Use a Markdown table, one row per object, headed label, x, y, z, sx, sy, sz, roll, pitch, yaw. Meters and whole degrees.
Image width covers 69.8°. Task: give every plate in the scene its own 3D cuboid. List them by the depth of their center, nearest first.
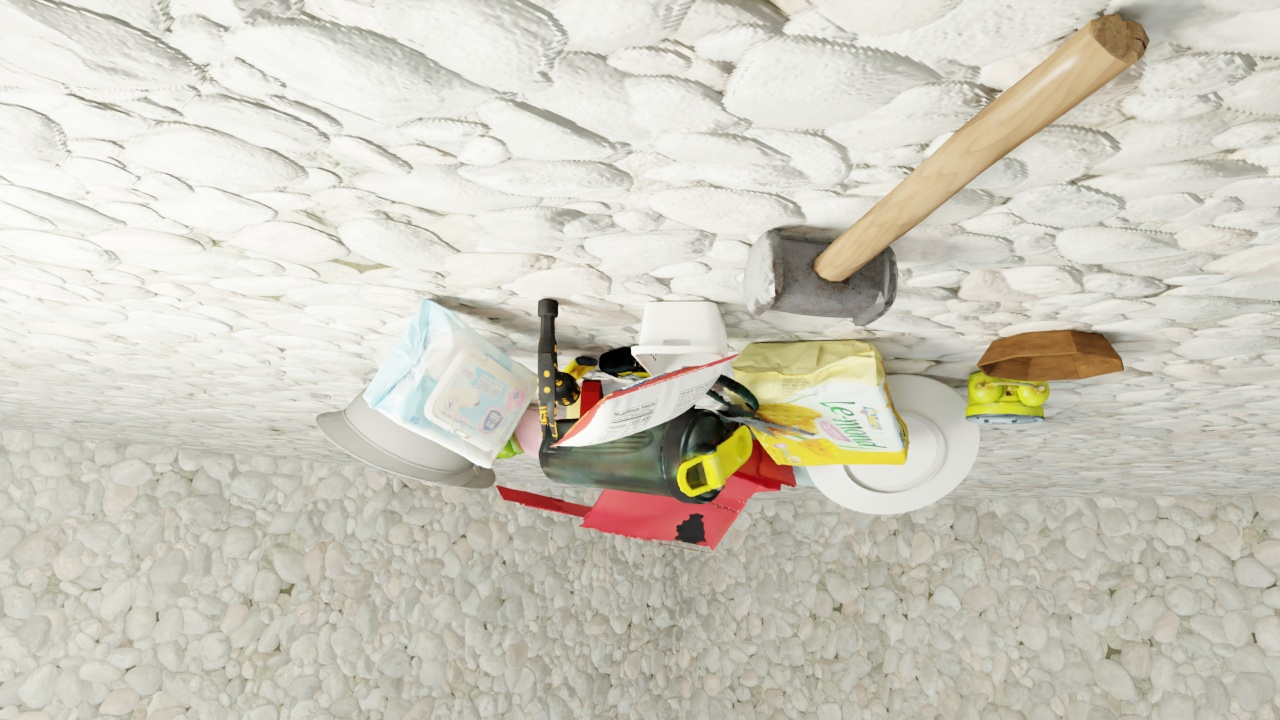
| label | x | y | z | sx | sy | sz | roll | pitch | yaw |
| --- | --- | --- | --- | --- | --- | --- | --- | --- | --- |
| plate | 0.392 | -0.005 | 0.879 | 0.131 | 0.025 | 0.131 | 3 | 168 | 0 |
| plate | 0.304 | 0.109 | 1.107 | 0.208 | 0.209 | 0.015 | 3 | -149 | 2 |

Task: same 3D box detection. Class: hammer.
| label | x | y | z | sx | sy | sz | roll | pitch | yaw |
| --- | --- | --- | --- | --- | --- | --- | --- | --- | --- |
| hammer | 0.149 | -0.087 | 0.511 | 0.098 | 0.052 | 0.329 | 5 | 165 | -11 |
| hammer | -0.086 | 0.025 | 0.956 | 0.036 | 0.123 | 0.321 | 0 | 173 | -2 |

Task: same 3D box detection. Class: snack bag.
| label | x | y | z | sx | sy | sz | roll | pitch | yaw |
| --- | --- | --- | --- | --- | --- | --- | --- | --- | --- |
| snack bag | 0.001 | 0.039 | 0.802 | 0.130 | 0.039 | 0.144 | -17 | 167 | -29 |
| snack bag | 0.197 | 0.050 | 0.990 | 0.160 | 0.068 | 0.247 | -4 | 152 | 22 |

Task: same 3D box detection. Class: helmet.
| label | x | y | z | sx | sy | sz | roll | pitch | yaw |
| --- | --- | --- | --- | --- | --- | --- | --- | --- | --- |
| helmet | -0.286 | 0.076 | 1.229 | 0.270 | 0.118 | 0.183 | 20 | -169 | -44 |

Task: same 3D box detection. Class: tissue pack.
| label | x | y | z | sx | sy | sz | roll | pitch | yaw |
| --- | --- | --- | --- | --- | --- | --- | --- | --- | --- |
| tissue pack | -0.176 | 0.026 | 0.879 | 0.070 | 0.112 | 0.182 | 28 | 172 | 31 |

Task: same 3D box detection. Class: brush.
| label | x | y | z | sx | sy | sz | roll | pitch | yaw |
| --- | --- | --- | --- | --- | --- | --- | --- | --- | --- |
| brush | -0.075 | 0.078 | 1.248 | 0.042 | 0.082 | 0.173 | 3 | 168 | 0 |

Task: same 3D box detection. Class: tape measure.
| label | x | y | z | sx | sy | sz | roll | pitch | yaw |
| --- | --- | --- | --- | --- | --- | --- | --- | --- | --- |
| tape measure | -0.006 | 0.006 | 1.004 | 0.061 | 0.034 | 0.062 | 11 | 167 | -42 |

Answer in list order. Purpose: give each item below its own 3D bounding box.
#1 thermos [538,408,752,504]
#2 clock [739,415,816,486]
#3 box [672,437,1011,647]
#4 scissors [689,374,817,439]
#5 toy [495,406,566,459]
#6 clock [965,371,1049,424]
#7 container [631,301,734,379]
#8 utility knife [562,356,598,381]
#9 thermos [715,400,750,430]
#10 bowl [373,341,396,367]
| label | x | y | z | sx | sy | sz | roll | pitch | yaw |
| --- | --- | --- | --- | --- | --- | --- | --- | --- | --- |
| thermos | -0.002 | 0.097 | 0.947 | 0.221 | 0.098 | 0.098 | -1 | 168 | 35 |
| clock | 0.207 | 0.096 | 1.193 | 0.159 | 0.122 | 0.045 | 19 | 141 | 12 |
| box | 0.136 | 0.170 | 0.976 | 0.214 | 0.171 | 0.478 | 20 | -164 | -35 |
| scissors | 0.077 | 0.044 | 0.918 | 0.202 | 0.015 | 0.204 | 10 | 163 | 14 |
| toy | -0.219 | 0.111 | 1.435 | 0.238 | 0.087 | 0.190 | 4 | 152 | 15 |
| clock | 0.405 | 0.041 | 1.018 | 0.083 | 0.057 | 0.119 | 1 | 169 | 13 |
| container | 0.042 | -0.017 | 0.843 | 0.081 | 0.049 | 0.129 | 1 | 168 | 11 |
| utility knife | -0.087 | 0.020 | 1.148 | 0.030 | 0.019 | 0.225 | 15 | 169 | -12 |
| thermos | 0.191 | 0.103 | 1.320 | 0.108 | 0.084 | 0.198 | -26 | 157 | 28 |
| bowl | -0.215 | 0.017 | 0.972 | 0.051 | 0.114 | 0.114 | -36 | 154 | 16 |
